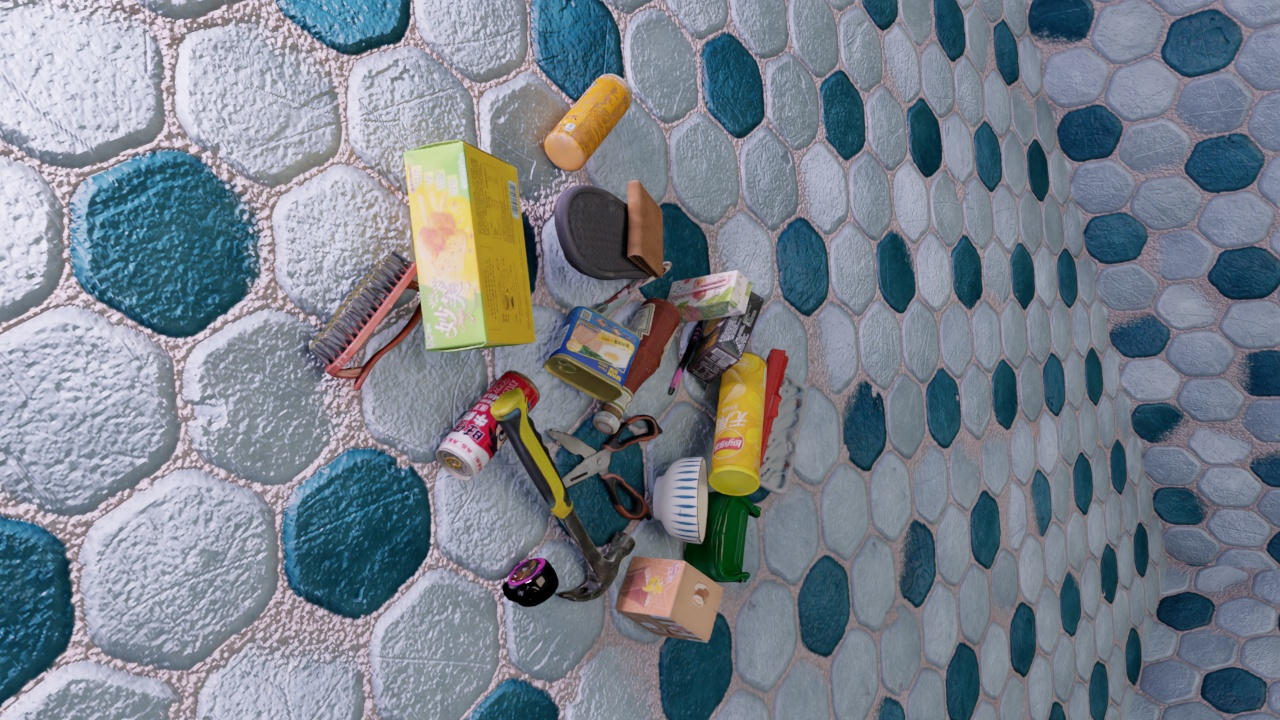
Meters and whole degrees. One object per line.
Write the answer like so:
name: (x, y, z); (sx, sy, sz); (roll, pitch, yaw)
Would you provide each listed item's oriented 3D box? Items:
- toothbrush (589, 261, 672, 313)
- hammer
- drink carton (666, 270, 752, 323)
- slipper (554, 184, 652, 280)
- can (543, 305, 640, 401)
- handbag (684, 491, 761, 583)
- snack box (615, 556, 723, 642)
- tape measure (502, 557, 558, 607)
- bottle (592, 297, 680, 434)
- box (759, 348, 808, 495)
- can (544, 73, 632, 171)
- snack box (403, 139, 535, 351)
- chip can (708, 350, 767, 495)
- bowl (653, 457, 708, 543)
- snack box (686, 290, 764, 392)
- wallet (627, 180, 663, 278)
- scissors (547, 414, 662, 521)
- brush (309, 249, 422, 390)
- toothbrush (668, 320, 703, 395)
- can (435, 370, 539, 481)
toothbrush: (-0.010, -0.100, 1.260); (0.187, 0.017, 0.016); (-35, 112, -43)
hammer: (-0.097, 0.166, 1.085); (0.125, 0.032, 0.323); (-54, 136, -34)
drink carton: (0.094, -0.090, 1.295); (0.045, 0.123, 0.053); (37, 61, -37)
slipper: (-0.057, -0.152, 1.180); (0.267, 0.083, 0.110); (2, 86, -66)
can: (-0.059, -0.009, 1.153); (0.102, 0.057, 0.083); (30, 60, -16)
handbag: (0.126, 0.257, 1.334); (0.120, 0.068, 0.131); (22, 70, -45)
snack box: (0.039, 0.315, 1.213); (0.093, 0.095, 0.076); (42, 57, -36)
tape measure: (-0.127, 0.257, 1.067); (0.057, 0.057, 0.039); (-38, 113, -33)
bottle: (-0.007, 0.007, 1.221); (0.060, 0.060, 0.205); (49, 52, -33)
box: (0.205, 0.096, 1.442); (0.154, 0.074, 0.200); (49, 51, -49)
can: (-0.066, -0.310, 1.192); (0.058, 0.058, 0.145); (53, 51, -29)
snack box: (-0.180, -0.116, 0.992); (0.157, 0.070, 0.210); (-10, 94, -77)
chip can: (0.144, 0.088, 1.332); (0.072, 0.072, 0.212); (43, 42, -36)
bowl: (0.054, 0.189, 1.249); (0.116, 0.066, 0.116); (1, 89, -79)
snack box: (0.122, -0.030, 1.340); (0.053, 0.126, 0.113); (31, 59, -11)
wallet: (0.008, -0.170, 1.211); (0.115, 0.020, 0.101); (32, 57, -68)
scissors: (-0.040, 0.132, 1.205); (0.225, 0.015, 0.188); (48, 54, -34)
brush: (-0.272, -0.039, 0.936); (0.069, 0.063, 0.145); (42, 57, -20)
toothbrush: (0.079, -0.028, 1.351); (0.014, 0.018, 0.188); (39, 60, -26)
can: (-0.172, 0.073, 1.040); (0.132, 0.053, 0.053); (-52, 122, -37)
